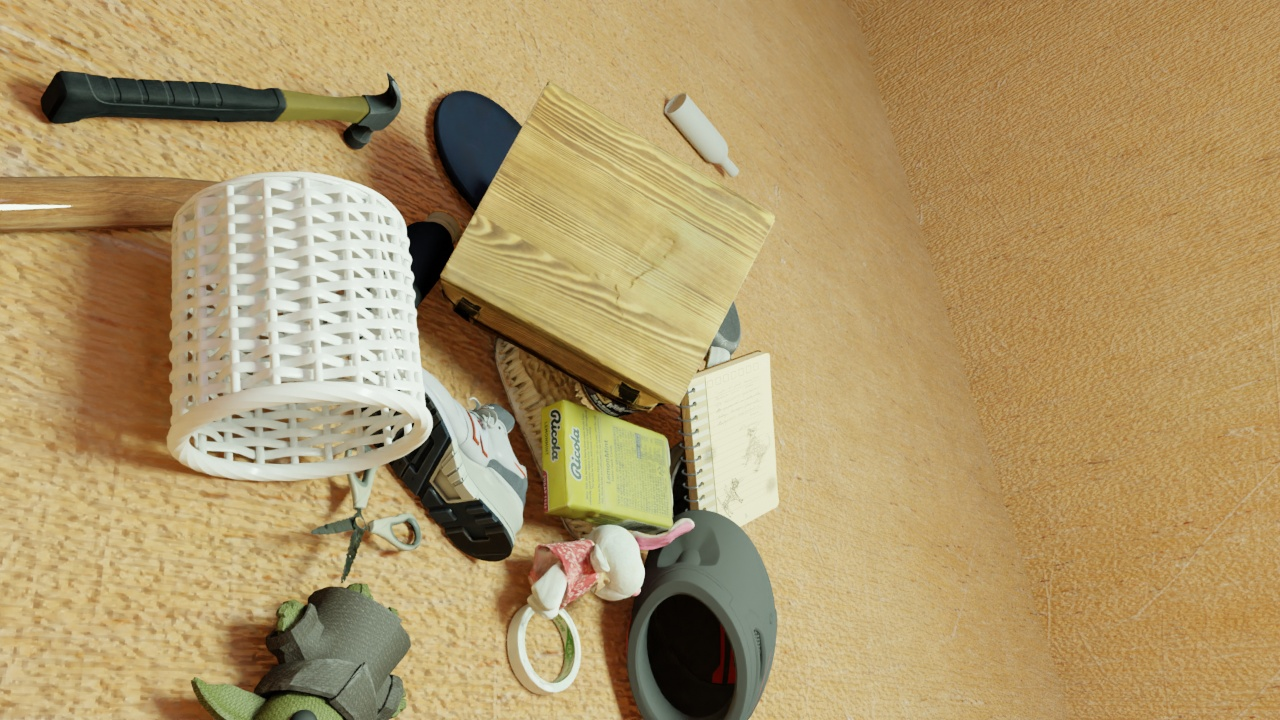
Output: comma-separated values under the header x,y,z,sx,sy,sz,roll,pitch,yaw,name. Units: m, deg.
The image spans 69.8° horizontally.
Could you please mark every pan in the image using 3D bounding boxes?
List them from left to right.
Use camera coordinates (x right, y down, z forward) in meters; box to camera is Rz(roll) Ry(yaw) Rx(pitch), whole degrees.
x,y,z,sx,sy,sz,roll,pitch,yaw,name
-0.167,-0.180,1.154,0.198,0.021,0.356,7,62,-54,pan
0.070,-0.071,1.434,0.356,0.055,0.187,-18,85,-63,pan

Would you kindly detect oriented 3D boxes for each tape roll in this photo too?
x,y,z,sx,sy,sz,roll,pitch,yaw,name
-0.098,0.296,0.948,0.093,0.018,0.093,35,43,-40,tape roll

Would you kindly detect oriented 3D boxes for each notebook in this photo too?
x,y,z,sx,sy,sz,roll,pitch,yaw,name
0.115,0.114,1.186,0.167,0.024,0.225,-18,110,-39,notebook

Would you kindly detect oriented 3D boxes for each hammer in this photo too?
x,y,z,sx,sy,sz,roll,pitch,yaw,name
-0.431,-0.112,0.697,0.300,0.037,0.158,-18,85,-59,hammer
-0.357,-0.234,0.839,0.332,0.118,0.025,-17,82,-54,hammer

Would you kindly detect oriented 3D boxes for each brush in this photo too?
x,y,z,sx,sy,sz,roll,pitch,yaw,name
-0.092,0.085,1.062,0.083,0.057,0.271,-20,87,-56,brush

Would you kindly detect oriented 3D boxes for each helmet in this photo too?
x,y,z,sx,sy,sz,roll,pitch,yaw,name
0.077,0.307,1.065,0.169,0.164,0.264,8,76,-68,helmet

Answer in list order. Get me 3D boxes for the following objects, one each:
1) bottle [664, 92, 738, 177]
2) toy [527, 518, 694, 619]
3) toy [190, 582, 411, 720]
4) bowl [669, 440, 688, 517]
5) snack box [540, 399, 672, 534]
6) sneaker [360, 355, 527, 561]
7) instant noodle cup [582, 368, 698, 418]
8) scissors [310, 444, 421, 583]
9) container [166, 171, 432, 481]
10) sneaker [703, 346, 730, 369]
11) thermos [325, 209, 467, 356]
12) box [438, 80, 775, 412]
x,y,z,sx,sy,sz,roll,pitch,yaw,name
0.124,-0.418,1.735,0.195,0.053,0.052,41,39,-35,bottle
-0.042,0.221,0.976,0.193,0.159,0.084,-4,54,-51,toy
-0.239,0.248,0.706,0.179,0.078,0.152,52,34,-27,toy
0.069,0.162,1.217,0.144,0.067,0.145,-9,103,-40,bowl
-0.035,0.124,1.024,0.180,0.045,0.121,22,54,-45,snack box
-0.183,0.076,0.915,0.240,0.089,0.124,64,25,-20,sneaker
-0.007,0.007,1.192,0.137,0.112,0.137,36,41,-39,instant noodle cup
-0.241,0.134,0.806,0.157,0.013,0.168,46,20,-53,scissors
-0.272,-0.021,0.732,0.189,0.190,0.186,18,54,-51,container
0.127,0.072,1.273,0.241,0.088,0.118,80,21,-54,sneaker
-0.241,-0.093,0.951,0.061,0.061,0.230,52,34,-22,thermos
-0.060,-0.094,1.036,0.279,0.264,0.269,29,82,-11,box
